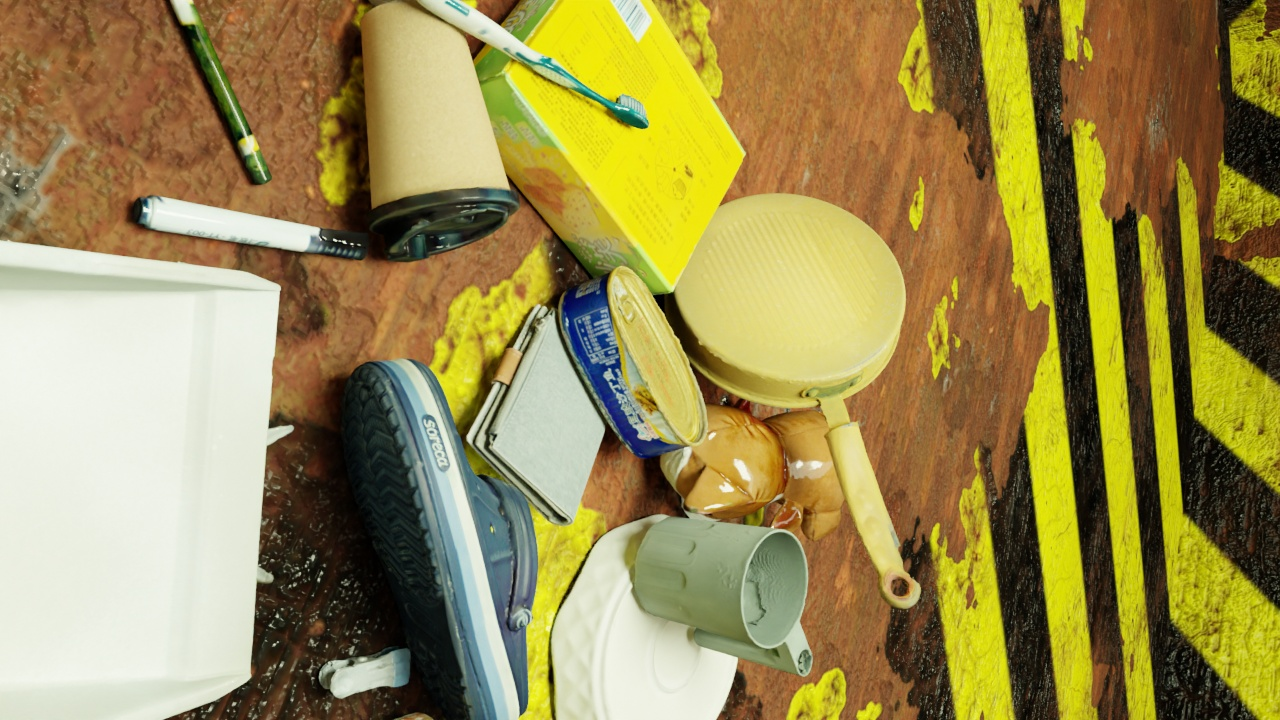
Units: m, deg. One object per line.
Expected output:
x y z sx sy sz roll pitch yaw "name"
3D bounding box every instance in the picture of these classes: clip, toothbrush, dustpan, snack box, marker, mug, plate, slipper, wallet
-0.168 0.191 0.563 0.057 0.036 0.025 8 86 -47 "clip"
-0.062 -0.190 0.577 0.191 0.016 0.018 19 65 -42 "toothbrush"
-0.245 0.060 0.358 0.257 0.143 0.222 5 88 -45 "dustpan"
-0.023 -0.172 0.682 0.210 0.070 0.157 49 56 -36 "snack box"
-0.211 -0.073 0.513 0.130 0.023 0.018 6 60 -49 "marker"
-0.242 -0.181 0.485 0.017 0.012 0.186 -34 115 -36 "toothbrush"
0.065 0.178 0.688 0.083 0.104 0.124 -41 120 -40 "mug"
0.015 0.232 0.744 0.204 0.046 0.205 1 89 -47 "plate"
-0.106 0.115 0.564 0.095 0.105 0.253 -23 110 -38 "slipper"
-0.067 0.036 0.655 0.106 0.037 0.129 50 42 -32 "wallet"

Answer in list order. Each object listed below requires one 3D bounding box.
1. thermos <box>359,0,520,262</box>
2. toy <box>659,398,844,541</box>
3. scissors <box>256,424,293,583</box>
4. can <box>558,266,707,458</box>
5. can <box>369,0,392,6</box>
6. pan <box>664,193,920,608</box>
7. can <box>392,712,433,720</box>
-0.129 -0.138 0.560 0.092 0.093 0.143 -11 89 -47 "thermos"
0.089 0.091 0.785 0.199 0.140 0.131 13 122 -45 "toy"
-0.281 0.069 0.438 0.231 0.022 0.221 -49 125 -34 "scissors"
-0.004 0.004 0.682 0.148 0.049 0.074 61 29 -18 "can"
-0.113 -0.268 0.591 0.146 0.058 0.058 -38 117 -41 "can"
0.143 0.019 0.732 0.197 0.078 0.357 -15 60 -10 "pan"
-0.180 0.249 0.520 0.147 0.058 0.058 -1 91 -47 "can"
